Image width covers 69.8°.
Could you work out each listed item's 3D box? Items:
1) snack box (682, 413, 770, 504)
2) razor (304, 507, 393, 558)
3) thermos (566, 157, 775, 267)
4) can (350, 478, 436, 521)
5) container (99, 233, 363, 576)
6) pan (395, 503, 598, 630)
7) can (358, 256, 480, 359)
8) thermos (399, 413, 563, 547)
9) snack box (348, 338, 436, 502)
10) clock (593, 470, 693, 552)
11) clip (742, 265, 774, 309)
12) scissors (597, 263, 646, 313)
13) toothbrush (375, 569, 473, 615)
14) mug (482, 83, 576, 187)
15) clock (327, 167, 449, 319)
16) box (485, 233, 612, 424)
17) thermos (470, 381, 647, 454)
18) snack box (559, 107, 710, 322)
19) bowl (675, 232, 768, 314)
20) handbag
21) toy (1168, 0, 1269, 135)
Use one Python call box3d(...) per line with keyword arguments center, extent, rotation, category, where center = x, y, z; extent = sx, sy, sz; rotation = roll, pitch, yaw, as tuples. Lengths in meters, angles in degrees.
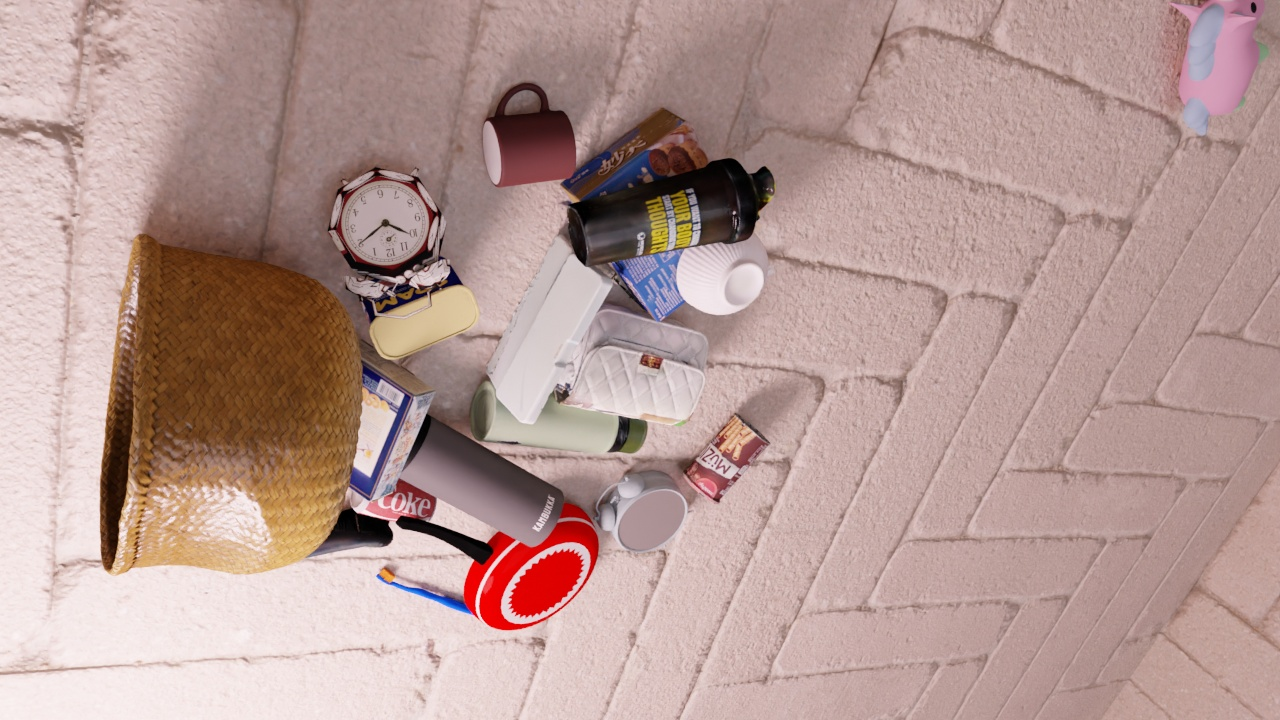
box3d(center=(0.126, 0.145, 1.354), extent=(0.121, 0.072, 0.072), rotation=(-50, 129, 7), category="snack box")
box3d(center=(-0.388, 0.226, 1.150), extent=(0.151, 0.054, 0.067), rotation=(-15, 147, -12), category="razor")
box3d(center=(0.033, -0.161, 1.012), extent=(0.220, 0.098, 0.098), rotation=(-16, 125, -15), category="thermos")
box3d(center=(-0.309, 0.174, 1.152), extent=(0.096, 0.054, 0.054), rotation=(23, 106, -36), category="can")
box3d(center=(-0.394, 0.048, 0.877), extent=(0.196, 0.307, 0.307), rotation=(5, 116, -35), category="container")
box3d(center=(-0.187, 0.268, 1.237), extent=(0.209, 0.067, 0.356), rotation=(-51, 142, 4), category="pan")
box3d(center=(-0.247, -0.062, 1.011), extent=(0.116, 0.092, 0.057), rotation=(-24, 128, -13), category="can")
box3d(center=(-0.214, 0.141, 1.129), extent=(0.240, 0.082, 0.082), rotation=(34, 100, -25), category="thermos")
box3d(center=(-0.319, 0.059, 1.023), extent=(0.145, 0.144, 0.042), rotation=(-63, 166, 19), category="snack box")
box3d(center=(0.000, 0.221, 1.352), extent=(0.159, 0.045, 0.122), rotation=(29, 102, -39), category="clock")
box3d(center=(0.135, -0.095, 1.228), extent=(0.101, 0.050, 0.058), rotation=(-13, 112, -20), category="clip")
box3d(center=(-0.023, -0.090, 1.069), extent=(0.012, 0.171, 0.121), rotation=(-46, 157, 4), category="scissors")
box3d(center=(-0.292, 0.326, 1.280), extent=(0.182, 0.016, 0.018), rotation=(35, 94, -38), category="toothbrush")
box3d(center=(-0.123, -0.243, 0.985), extent=(0.082, 0.073, 0.106), rotation=(-12, 96, -21), category="mug")
box3d(center=(-0.257, -0.118, 0.956), extent=(0.114, 0.065, 0.154), rotation=(-10, 87, -6), category="clock")
box3d(center=(-0.116, -0.039, 1.067), extent=(0.040, 0.134, 0.197), rotation=(16, 111, -46), category="box")
box3d(center=(-0.099, 0.075, 1.190), extent=(0.231, 0.082, 0.082), rotation=(10, 114, -32), category="thermos")
box3d(center=(0.024, -0.171, 1.102), extent=(0.155, 0.069, 0.203), rotation=(-37, 130, -2), category="snack box")
box3d(center=(0.109, -0.103, 1.105), extent=(0.118, 0.062, 0.118), rotation=(-14, 125, -21), category="bowl")
box3d(center=(-0.007, 0.007, 1.174), extent=(0.194, 0.072, 0.139), rotation=(12, 96, -33), category="handbag")
box3d(center=(0.846, -0.441, 1.351), extent=(0.170, 0.120, 0.223), rotation=(-11, 123, -34), category="toy")
